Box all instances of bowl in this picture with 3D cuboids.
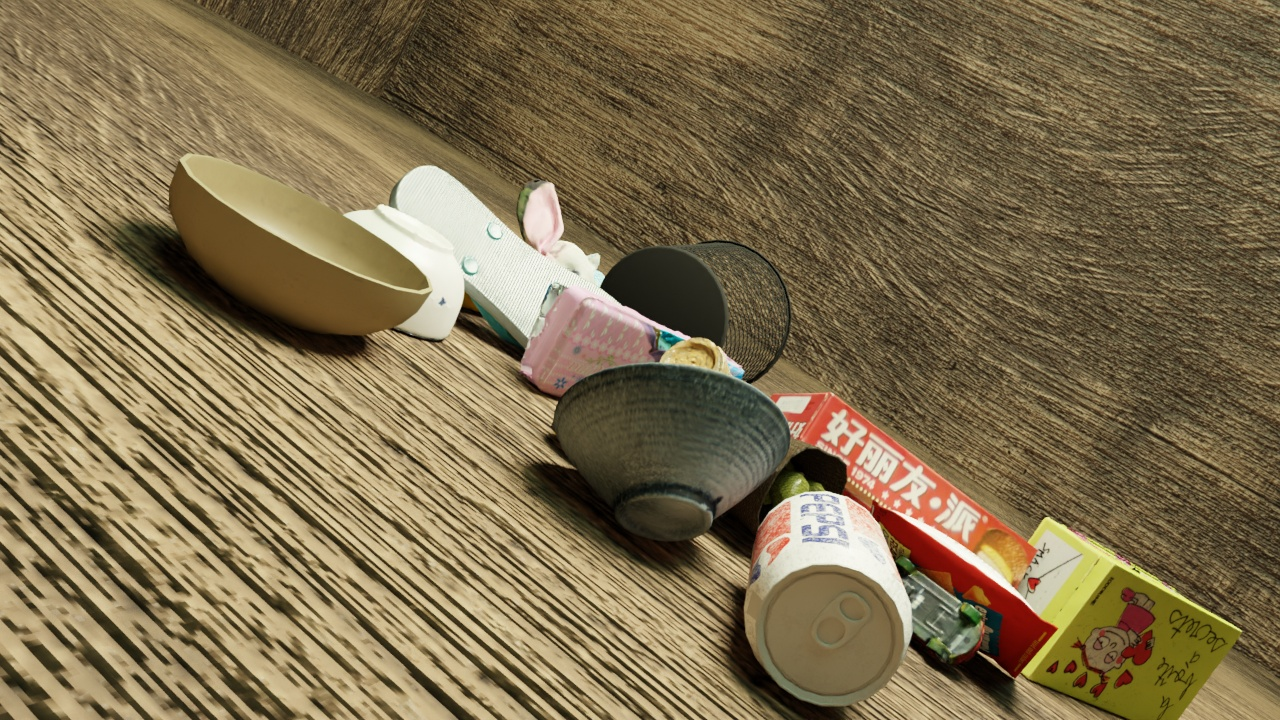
[{"bbox_3d":[0.015,0.064,0.513,0.137,0.137,0.057,28,49,-25],"label":"bowl"},{"bbox_3d":[-0.175,-0.069,0.657,0.113,0.063,0.113,31,9,-6],"label":"bowl"},{"bbox_3d":[-0.201,-0.058,0.533,0.152,0.050,0.152,31,8,-5],"label":"bowl"}]

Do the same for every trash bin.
[{"bbox_3d":[0.054,-0.048,1.019,0.184,0.184,0.209,34,14,16],"label":"trash bin"}]

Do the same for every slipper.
[{"bbox_3d":[-0.104,-0.051,0.772,0.268,0.055,0.098,38,49,-25],"label":"slipper"}]

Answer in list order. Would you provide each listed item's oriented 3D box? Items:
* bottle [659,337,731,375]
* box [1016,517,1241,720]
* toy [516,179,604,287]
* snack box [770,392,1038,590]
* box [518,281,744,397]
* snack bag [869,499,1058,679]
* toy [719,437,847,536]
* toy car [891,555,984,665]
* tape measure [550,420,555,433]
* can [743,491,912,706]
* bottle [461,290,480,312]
[{"bbox_3d":[0.054,0.035,0.757,0.056,0.056,0.105,39,-17,39],"label":"bottle"},{"bbox_3d":[0.412,0.236,0.803,0.221,0.124,0.081,30,9,-27],"label":"box"},{"bbox_3d":[-0.085,-0.080,0.997,0.205,0.131,0.105,43,11,-50],"label":"toy"},{"bbox_3d":[0.209,0.117,0.784,0.236,0.060,0.113,36,-12,-12],"label":"snack box"},{"bbox_3d":[-0.005,0.004,0.767,0.230,0.085,0.053,22,14,-50],"label":"box"},{"bbox_3d":[0.231,0.171,0.687,0.144,0.039,0.131,36,-21,27],"label":"snack bag"},{"bbox_3d":[0.072,0.075,0.653,0.153,0.078,0.179,30,1,42],"label":"toy"},{"bbox_3d":[0.197,0.176,0.644,0.091,0.042,0.036,33,-18,46],"label":"toy car"},{"bbox_3d":[-0.022,0.046,0.597,0.065,0.037,0.064,29,-4,31],"label":"tape measure"},{"bbox_3d":[0.095,0.119,0.478,0.078,0.078,0.136,33,8,6],"label":"can"},{"bbox_3d":[-0.159,-0.070,0.789,0.043,0.043,0.143,37,9,30],"label":"bottle"}]
